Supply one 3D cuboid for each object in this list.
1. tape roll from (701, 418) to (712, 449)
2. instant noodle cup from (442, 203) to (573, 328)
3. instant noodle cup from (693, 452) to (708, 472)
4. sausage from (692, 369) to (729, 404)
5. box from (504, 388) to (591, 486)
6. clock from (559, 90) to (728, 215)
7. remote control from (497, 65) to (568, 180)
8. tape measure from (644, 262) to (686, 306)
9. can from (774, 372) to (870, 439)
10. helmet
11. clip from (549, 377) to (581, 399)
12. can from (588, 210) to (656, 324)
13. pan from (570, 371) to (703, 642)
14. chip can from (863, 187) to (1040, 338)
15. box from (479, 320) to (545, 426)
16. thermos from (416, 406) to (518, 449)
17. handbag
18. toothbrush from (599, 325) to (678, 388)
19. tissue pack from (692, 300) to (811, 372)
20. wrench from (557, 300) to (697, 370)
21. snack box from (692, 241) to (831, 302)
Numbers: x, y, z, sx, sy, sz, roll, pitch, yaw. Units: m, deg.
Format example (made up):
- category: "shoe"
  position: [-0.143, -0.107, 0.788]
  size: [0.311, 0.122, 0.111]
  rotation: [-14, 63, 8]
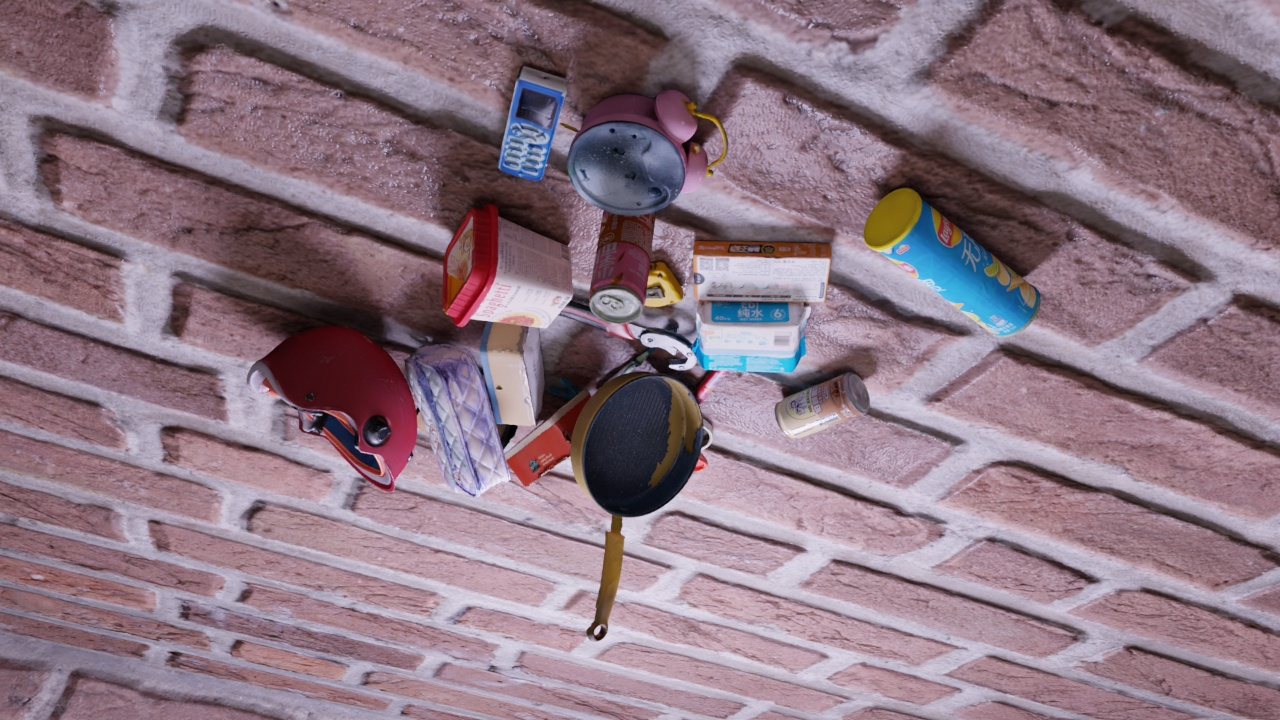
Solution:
- category: "tape roll"
  position: [0.063, 0.106, 1.336]
  size: [0.086, 0.013, 0.086]
  rotation: [5, 143, 3]
- category: "instant noodle cup"
  position: [-0.148, -0.097, 1.037]
  size: [0.124, 0.116, 0.117]
  rotation: [13, 143, -27]
- category: "instant noodle cup"
  position: [-0.017, 0.151, 1.344]
  size: [0.164, 0.078, 0.189]
  rotation: [36, 145, -27]
- category: "sausage"
  position: [0.102, 0.017, 1.211]
  size: [0.020, 0.020, 0.156]
  rotation: [18, 141, -14]
- category: "box"
  position: [-0.113, 0.115, 1.281]
  size: [0.076, 0.091, 0.169]
  rotation: [51, 138, -2]
- category: "clock"
  position: [0.007, -0.207, 0.904]
  size: [0.159, 0.059, 0.117]
  rotation: [-4, 140, 17]
- category: "remote control"
  position: [-0.109, -0.234, 0.915]
  size: [0.049, 0.024, 0.125]
  rotation: [15, 143, -10]
- category: "tape measure"
  position: [0.016, -0.086, 1.083]
  size: [0.057, 0.028, 0.060]
  rotation: [-13, 138, 25]
- category: "can"
  position: [0.240, 0.061, 1.214]
  size: [0.117, 0.058, 0.058]
  rotation: [-26, 132, 36]
- category: "helmet"
  position: [-0.377, 0.049, 1.207]
  size: [0.207, 0.143, 0.240]
  rotation: [4, 141, 52]
- category: "clip"
  position: [-0.097, 0.043, 1.281]
  size: [0.054, 0.013, 0.033]
  rotation: [26, 140, -24]
- category: "can"
  position: [-0.018, -0.111, 0.959]
  size: [0.058, 0.147, 0.058]
  rotation: [5, 143, 3]
- category: "pan"
  position: [-0.020, 0.189, 1.207]
  size: [0.197, 0.357, 0.078]
  rotation: [18, -178, -38]
- category: "chip can"
  position: [0.335, -0.100, 0.980]
  size: [0.210, 0.071, 0.071]
  rotation: [29, 137, -26]
- category: "box"
  position: [-0.163, 0.005, 1.182]
  size: [0.060, 0.089, 0.185]
  rotation: [3, 140, 6]
- category: "thermos"
  position: [-0.253, 0.097, 1.321]
  size: [0.143, 0.092, 0.093]
  rotation: [30, 138, -14]
- category: "handbag"
  position: [-0.244, 0.078, 1.206]
  size: [0.134, 0.075, 0.194]
  rotation: [13, 121, 58]
- category: "toothbrush"
  position: [-0.007, 0.007, 1.216]
  size: [0.016, 0.018, 0.192]
  rotation: [27, 137, -22]
- category: "tissue pack"
  position: [0.132, -0.035, 1.103]
  size: [0.140, 0.063, 0.090]
  rotation: [1, 139, 5]
- category: "wrench"
  position: [-0.053, -0.049, 1.139]
  size: [0.273, 0.016, 0.056]
  rotation: [21, 139, -10]
- category: "snack box"
  position: [0.137, -0.100, 1.048]
  size: [0.154, 0.026, 0.075]
  rotation: [2, 142, 6]
